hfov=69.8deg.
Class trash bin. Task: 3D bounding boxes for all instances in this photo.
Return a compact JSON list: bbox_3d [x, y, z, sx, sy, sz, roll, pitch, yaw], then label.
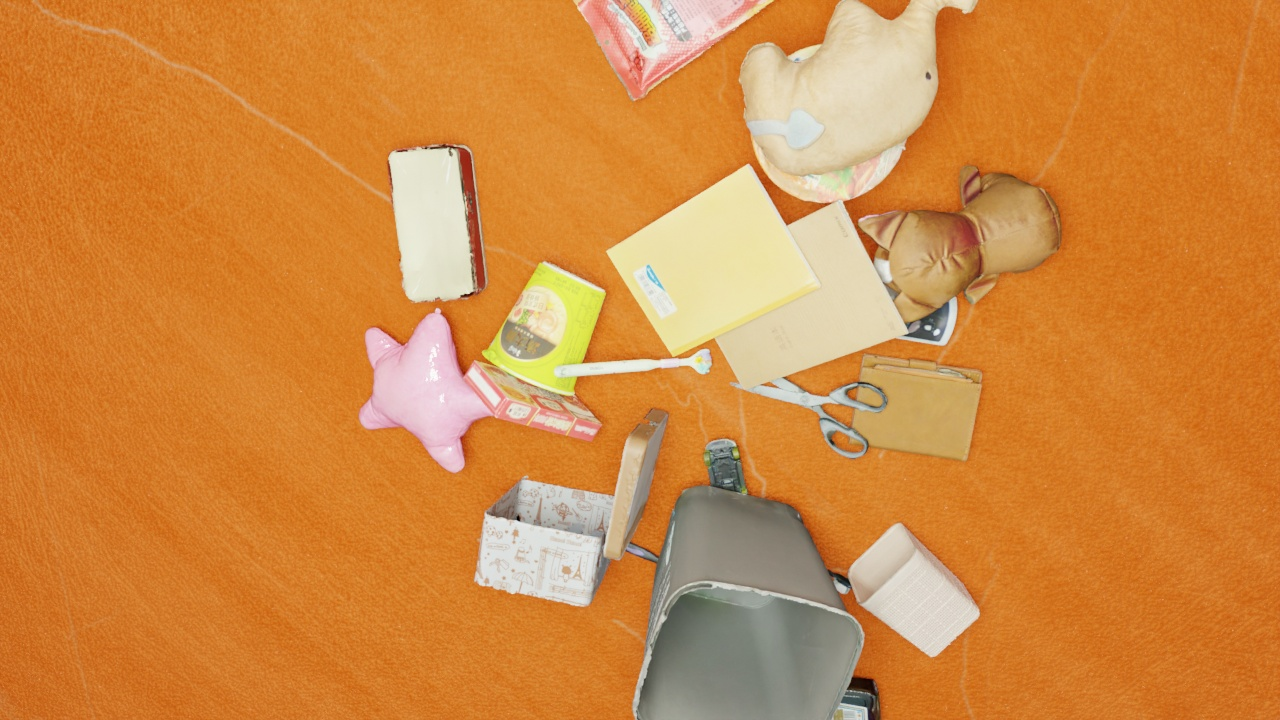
[{"bbox_3d":[0.100,0.261,0.971,0.198,0.219,0.199,13,113,-6],"label":"trash bin"}]

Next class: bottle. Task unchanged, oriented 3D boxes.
[{"bbox_3d":[0.189,0.425,1.110,0.195,0.044,0.080,-5,101,7],"label":"bottle"}]

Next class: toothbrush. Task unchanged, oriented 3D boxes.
[{"bbox_3d":[-0.006,0.006,1.004,0.189,0.020,0.029,-4,100,-26],"label":"toothbrush"},{"bbox_3d":[-0.011,0.225,1.104,0.189,0.016,0.014,23,93,3],"label":"toothbrush"},{"bbox_3d":[0.173,0.225,1.083,0.181,0.015,0.018,32,112,-2],"label":"toothbrush"}]

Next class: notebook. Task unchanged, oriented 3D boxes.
[{"bbox_3d":[0.156,-0.060,0.964,0.212,0.012,0.149,-23,101,42],"label":"notebook"},{"bbox_3d":[0.072,-0.099,0.977,0.207,0.010,0.146,-27,100,39],"label":"notebook"}]

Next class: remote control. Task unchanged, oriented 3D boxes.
[{"bbox_3d":[0.271,-0.055,1.012,0.150,0.021,0.058,9,103,4],"label":"remote control"}]

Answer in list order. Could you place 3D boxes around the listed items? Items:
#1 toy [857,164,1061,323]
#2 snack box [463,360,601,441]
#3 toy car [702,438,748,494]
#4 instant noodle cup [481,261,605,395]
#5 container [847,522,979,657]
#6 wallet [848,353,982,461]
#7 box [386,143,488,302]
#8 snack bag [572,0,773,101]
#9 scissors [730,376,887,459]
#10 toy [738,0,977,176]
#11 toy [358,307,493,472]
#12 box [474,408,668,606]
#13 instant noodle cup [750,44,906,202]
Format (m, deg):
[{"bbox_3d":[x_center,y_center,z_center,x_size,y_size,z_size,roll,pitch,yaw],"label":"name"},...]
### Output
[{"bbox_3d":[0.323,-0.121,0.948,0.199,0.130,0.140,-24,97,-12],"label":"toy"},{"bbox_3d":[-0.115,0.045,0.998,0.075,0.152,0.025,43,104,38],"label":"snack box"},{"bbox_3d":[0.099,0.133,1.060,0.042,0.035,0.090,-12,102,6],"label":"toy car"},{"bbox_3d":[-0.099,-0.040,1.013,0.111,0.111,0.123,25,95,0],"label":"instant noodle cup"},{"bbox_3d":[0.311,0.263,1.043,0.111,0.089,0.090,40,102,-7],"label":"container"},{"bbox_3d":[0.306,0.052,1.025,0.132,0.031,0.108,8,102,8],"label":"wallet"},{"bbox_3d":[-0.226,-0.150,1.010,0.091,0.077,0.168,-4,101,5],"label":"box"},{"bbox_3d":[0.046,-0.378,0.948,0.208,0.073,0.128,-30,93,16],"label":"snack bag"},{"bbox_3d":[0.190,0.049,1.030,0.163,0.014,0.165,-21,93,18],"label":"scissors"},{"bbox_3d":[0.204,-0.255,0.832,0.226,0.082,0.143,-26,106,8],"label":"toy"},{"bbox_3d":[-0.238,0.029,1.038,0.195,0.074,0.179,22,110,22],"label":"toy"},{"bbox_3d":[-0.077,0.147,1.007,0.158,0.180,0.205,15,100,7],"label":"box"},{"bbox_3d":[0.186,-0.238,0.935,0.151,0.111,0.151,1,102,5],"label":"instant noodle cup"}]
